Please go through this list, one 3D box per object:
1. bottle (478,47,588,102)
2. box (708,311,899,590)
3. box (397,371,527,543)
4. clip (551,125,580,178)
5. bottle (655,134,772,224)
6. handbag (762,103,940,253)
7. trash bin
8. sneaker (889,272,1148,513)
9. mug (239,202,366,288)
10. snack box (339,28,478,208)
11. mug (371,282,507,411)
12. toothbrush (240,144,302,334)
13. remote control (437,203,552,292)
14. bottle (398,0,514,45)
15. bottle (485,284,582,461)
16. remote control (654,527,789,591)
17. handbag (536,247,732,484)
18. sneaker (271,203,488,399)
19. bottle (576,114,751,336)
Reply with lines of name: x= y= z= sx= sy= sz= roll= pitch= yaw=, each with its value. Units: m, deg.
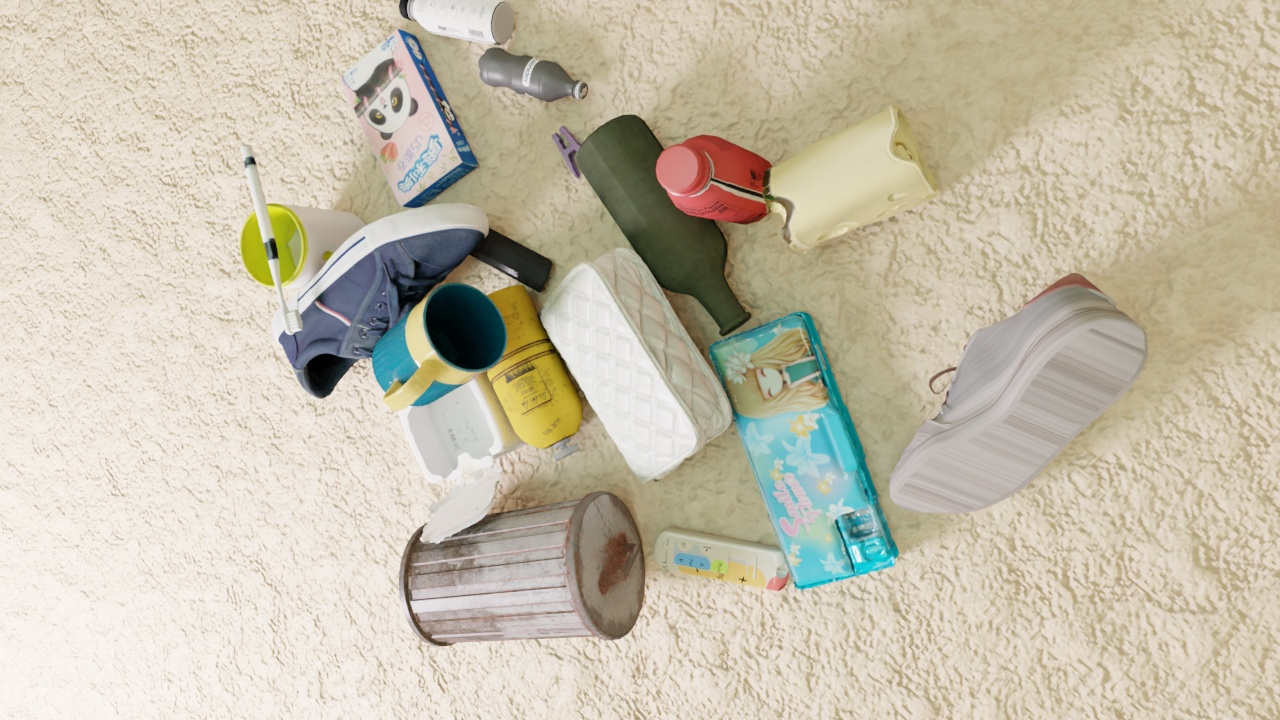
bottle: x=-0.100 y=-0.264 z=0.857 sx=0.110 sy=0.036 sz=0.036 roll=21 pitch=103 yaw=20
box: x=0.139 y=0.077 z=0.788 sx=0.094 sy=0.039 sz=0.226 roll=-21 pitch=87 yaw=24
box: x=-0.170 y=0.093 z=0.893 sx=0.112 sy=0.101 sz=0.189 roll=-29 pitch=63 yaw=24
clip: x=-0.064 y=-0.198 z=0.862 sx=0.033 sy=0.013 sz=0.051 roll=-35 pitch=79 yaw=20
bottle: x=0.060 y=-0.143 z=0.726 sx=0.062 sy=0.176 sz=0.062 roll=2 pitch=96 yaw=23
handbag: x=0.161 y=-0.139 z=0.719 sx=0.119 sy=0.111 sz=0.081 roll=-23 pitch=95 yaw=24
trash bin: x=-0.102 y=0.198 z=0.855 sx=0.212 sy=0.130 sz=0.131 roll=-12 pitch=90 yaw=25
sneaker: x=0.277 y=0.027 z=0.711 sx=0.099 sy=0.089 sz=0.237 roll=25 pitch=129 yaw=-15
mug: x=-0.337 y=-0.115 z=0.935 sx=0.083 sy=0.106 sz=0.082 roll=2 pitch=95 yaw=23
snack box: x=-0.233 y=-0.240 z=0.918 sx=0.088 sy=0.033 sz=0.154 roll=-29 pitch=84 yaw=23
mug: x=-0.189 y=-0.001 z=0.812 sx=0.083 sy=0.113 sz=0.108 roll=45 pitch=136 yaw=-19
toothbrush: x=-0.352 y=-0.116 z=0.876 sx=0.017 sy=0.012 sz=0.187 roll=-14 pitch=90 yaw=10
remote control: x=-0.149 y=-0.111 z=0.905 sx=0.147 sy=0.015 sz=0.033 roll=29 pitch=105 yaw=18
bottle: x=-0.180 y=-0.333 z=0.882 sx=0.116 sy=0.041 sz=0.041 roll=17 pitch=101 yaw=21
bottle: x=-0.106 y=0.017 z=0.869 sx=0.071 sy=0.071 sz=0.164 roll=-29 pitch=84 yaw=22
remote control: x=0.074 y=0.181 z=0.839 sx=0.126 sy=0.018 sz=0.038 roll=7 pitch=98 yaw=20
handbag: x=-0.005 y=0.005 z=0.814 sx=0.195 sy=0.072 sz=0.139 roll=59 pitch=143 yaw=7
sneaker: x=-0.245 y=-0.043 z=0.897 sx=0.295 sy=0.120 sz=0.127 roll=-32 pitch=72 yaw=31
bottle: x=0.026 y=-0.114 z=0.800 sx=0.072 sy=0.071 sz=0.206 roll=-37 pitch=81 yaw=21
